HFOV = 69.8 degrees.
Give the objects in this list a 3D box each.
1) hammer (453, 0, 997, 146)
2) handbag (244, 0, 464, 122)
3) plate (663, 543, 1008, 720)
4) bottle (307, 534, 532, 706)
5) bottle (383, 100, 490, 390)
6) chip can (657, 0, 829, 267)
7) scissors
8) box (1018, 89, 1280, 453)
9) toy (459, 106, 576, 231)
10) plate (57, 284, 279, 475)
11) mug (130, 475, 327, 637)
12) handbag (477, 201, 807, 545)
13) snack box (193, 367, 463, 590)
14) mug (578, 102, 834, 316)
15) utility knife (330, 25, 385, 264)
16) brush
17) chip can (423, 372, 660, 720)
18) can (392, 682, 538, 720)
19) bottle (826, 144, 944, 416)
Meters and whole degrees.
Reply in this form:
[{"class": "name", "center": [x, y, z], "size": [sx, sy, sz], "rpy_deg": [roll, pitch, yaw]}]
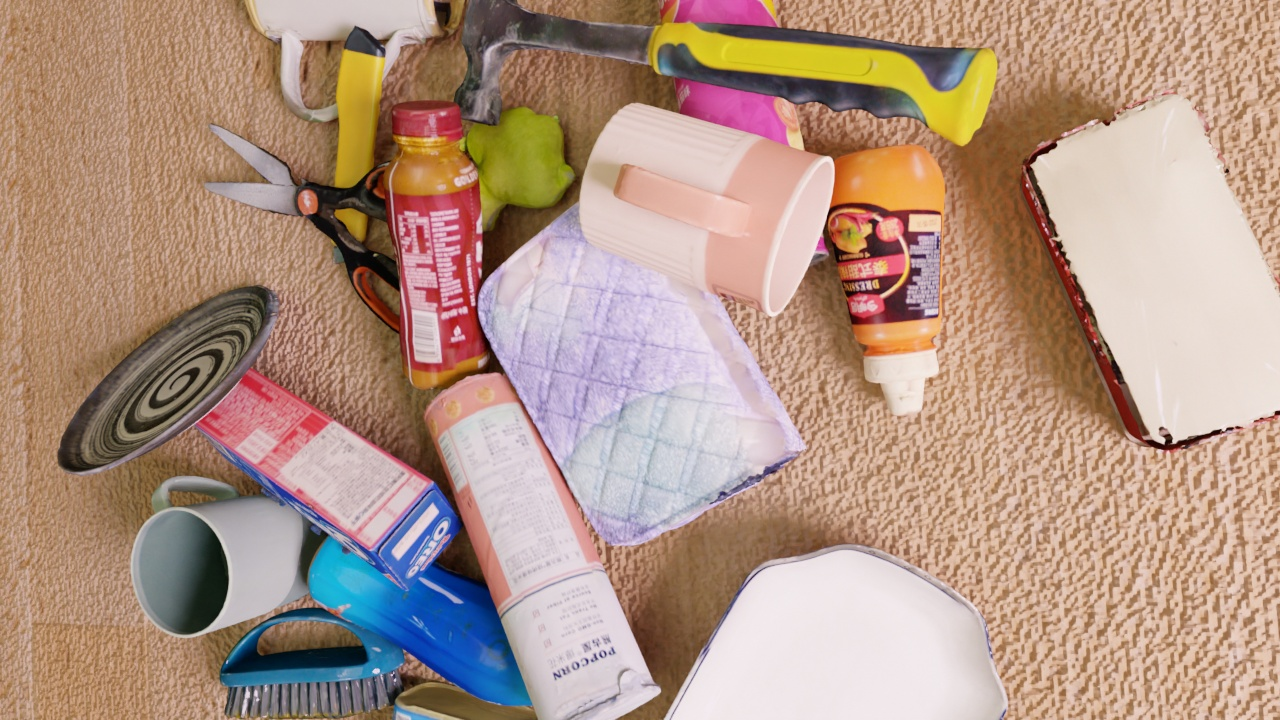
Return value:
[{"class": "hammer", "center": [0.026, -0.171, 0.497], "size": [0.324, 0.031, 0.126], "rpy_deg": [19, 104, 31]}, {"class": "handbag", "center": [-0.205, -0.257, 0.641], "size": [0.163, 0.063, 0.179], "rpy_deg": [7, 95, 20]}, {"class": "plate", "center": [0.092, 0.228, 0.527], "size": [0.162, 0.034, 0.266], "rpy_deg": [27, 97, 5]}, {"class": "bottle", "center": [-0.114, 0.175, 0.595], "size": [0.219, 0.065, 0.065], "rpy_deg": [23, 96, 18]}, {"class": "bottle", "center": [-0.126, -0.069, 0.570], "size": [0.057, 0.057, 0.175], "rpy_deg": [10, 116, 19]}, {"class": "chip can", "center": [0.056, -0.155, 0.540], "size": [0.071, 0.071, 0.210], "rpy_deg": [-13, 85, 18]}, {"class": "scissors", "center": [-0.217, -0.093, 0.642], "size": [0.227, 0.021, 0.198], "rpy_deg": [-8, 101, 24]}, {"class": "box", "center": [0.265, -0.044, 0.464], "size": [0.091, 0.076, 0.168], "rpy_deg": [-23, 82, 18]}, {"class": "toy", "center": [-0.094, -0.130, 0.613], "size": [0.096, 0.031, 0.100], "rpy_deg": [44, 106, 12]}, {"class": "plate", "center": [-0.324, 0.014, 0.643], "size": [0.180, 0.179, 0.024], "rpy_deg": [-22, 127, 17]}, {"class": "mug", "center": [-0.284, 0.125, 0.633], "size": [0.082, 0.106, 0.111], "rpy_deg": [-44, 77, 14]}, {"class": "handbag", "center": [-0.003, 0.003, 0.553], "size": [0.134, 0.075, 0.194], "rpy_deg": [-34, 80, 29]}, {"class": "snack box", "center": [-0.210, 0.073, 0.602], "size": [0.208, 0.057, 0.058], "rpy_deg": [24, 60, 32]}, {"class": "mug", "center": [0.027, -0.077, 0.452], "size": [0.106, 0.114, 0.082], "rpy_deg": [22, 104, 19]}, {"class": "utility knife", "center": [-0.200, -0.146, 0.643], "size": [0.033, 0.015, 0.168], "rpy_deg": [18, 111, 12]}, {"class": "brush", "center": [-0.231, 0.210, 0.640], "size": [0.144, 0.055, 0.073], "rpy_deg": [-10, 86, 19]}, {"class": "chip can", "center": [-0.064, 0.112, 0.553], "size": [0.071, 0.071, 0.214], "rpy_deg": [-33, 66, 15]}, {"class": "can", "center": [-0.117, 0.267, 0.601], "size": [0.102, 0.057, 0.083], "rpy_deg": [8, 89, 18]}, {"class": "bottle", "center": [0.142, -0.043, 0.518], "size": [0.067, 0.066, 0.149], "rpy_deg": [-6, 94, 19]}]
